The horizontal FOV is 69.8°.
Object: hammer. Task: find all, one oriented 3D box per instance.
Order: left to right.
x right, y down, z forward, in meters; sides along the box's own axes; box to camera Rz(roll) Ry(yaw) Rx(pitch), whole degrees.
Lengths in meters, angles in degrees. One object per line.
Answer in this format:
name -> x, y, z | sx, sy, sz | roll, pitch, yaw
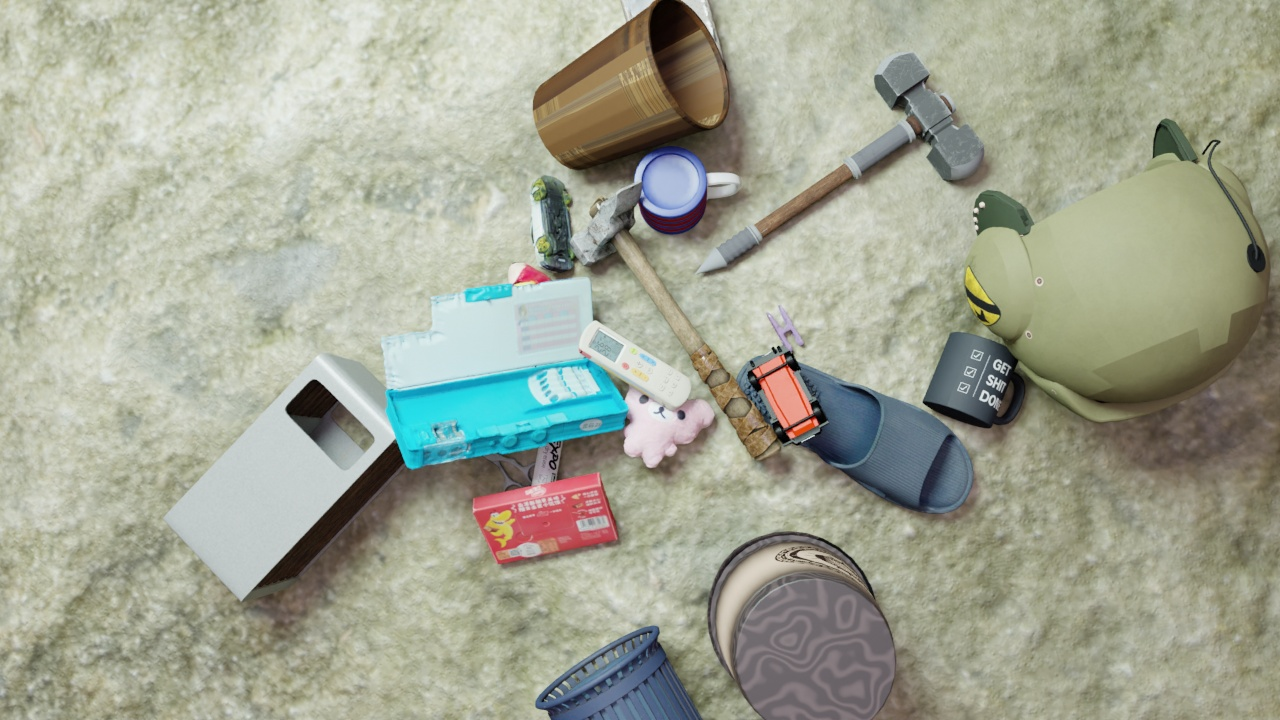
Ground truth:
hammer -> 0.044, -0.034, 0.944 | 0.048, 0.122, 0.318 | -32, 86, -33
hammer -> 0.195, -0.185, 0.984 | 0.322, 0.043, 0.156 | -34, 83, 3

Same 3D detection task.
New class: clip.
clip -> 0.152, -0.031, 0.982 | 0.053, 0.013, 0.037 | 44, 90, 4

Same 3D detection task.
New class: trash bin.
trash bin -> -0.347, 0.119, 0.951 | 0.114, 0.114, 0.229 | 43, 89, 7
trash bin -> 0.020, 0.403, 0.887 | 0.139, 0.139, 0.249 | -31, 85, 0

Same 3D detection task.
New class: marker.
marker -> -0.096, 0.091, 0.975 | 0.025, 0.025, 0.125 | 8, 78, 5

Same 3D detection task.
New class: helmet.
helmet -> 0.427, -0.066, 0.832 | 0.250, 0.256, 0.232 | -22, 79, 1

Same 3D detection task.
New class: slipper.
slipper -> 0.220, 0.068, 0.933 | 0.263, 0.082, 0.101 | 27, 86, 8

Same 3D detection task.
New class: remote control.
remote control -> -0.005, 0.005, 0.930 | 0.125, 0.018, 0.038 | 32, 59, -6

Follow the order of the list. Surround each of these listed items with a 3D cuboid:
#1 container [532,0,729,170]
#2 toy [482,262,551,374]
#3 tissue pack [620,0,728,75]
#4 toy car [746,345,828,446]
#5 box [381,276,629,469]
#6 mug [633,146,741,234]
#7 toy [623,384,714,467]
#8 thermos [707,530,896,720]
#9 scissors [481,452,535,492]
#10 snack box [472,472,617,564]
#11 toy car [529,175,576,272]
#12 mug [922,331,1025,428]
container -> -0.015, -0.269, 0.935 | 0.168, 0.132, 0.132 | -15, 82, 37
toy -> -0.133, -0.031, 0.980 | 0.105, 0.067, 0.137 | 33, 95, -2
tissue pack -> 0.025, -0.377, 1.001 | 0.104, 0.071, 0.181 | -14, 87, 2
toy car -> 0.146, 0.036, 0.908 | 0.051, 0.048, 0.100 | -30, 66, 12
box -> -0.140, 0.014, 0.922 | 0.226, 0.084, 0.172 | -9, 74, -26
mug -> 0.051, -0.181, 0.972 | 0.112, 0.076, 0.075 | -8, 84, 3
toy -> 0.018, 0.066, 0.957 | 0.099, 0.053, 0.095 | 27, 61, 6
thermos -> 0.148, 0.251, 0.846 | 0.173, 0.226, 0.172 | 0, 84, 4
scissors -> -0.154, 0.097, 0.991 | 0.090, 0.014, 0.171 | -38, 85, -2
snack box -> -0.097, 0.165, 0.948 | 0.133, 0.089, 0.021 | -12, 39, 3
toy car -> -0.098, -0.146, 0.996 | 0.033, 0.048, 0.105 | -9, 83, 37
mug -> 0.350, 0.027, 0.939 | 0.105, 0.071, 0.077 | 25, 86, -21
